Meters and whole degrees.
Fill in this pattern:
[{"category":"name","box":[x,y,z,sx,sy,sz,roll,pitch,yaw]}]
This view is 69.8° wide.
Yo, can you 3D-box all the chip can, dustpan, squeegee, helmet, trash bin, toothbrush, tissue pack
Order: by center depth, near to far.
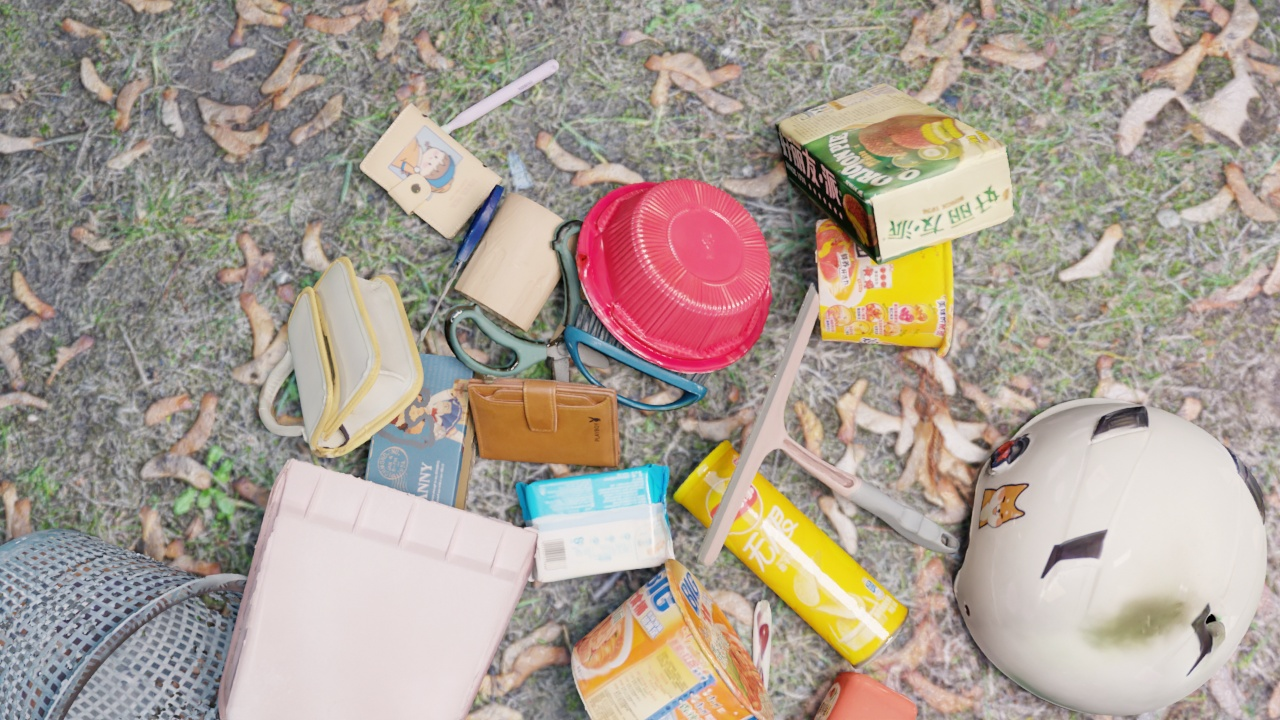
[{"category":"helmet","box":[0.390,0.151,0.735,0.230,0.157,0.274,29,83,9]},{"category":"trash bin","box":[-0.457,0.245,0.767,0.195,0.226,0.226,22,81,21]},{"category":"squeegee","box":[0.179,0.106,0.781,0.249,0.040,0.247,33,71,-22]},{"category":"dustpan","box":[-0.239,0.242,0.783,0.222,0.139,0.272,22,70,-10]},{"category":"chip can","box":[0.127,0.166,0.795,0.213,0.072,0.072,43,85,10]},{"category":"toothbrush","box":[0.104,0.304,0.797,0.016,0.017,0.187,3,80,4]},{"category":"tissue pack","box":[-0.038,0.143,0.816,0.140,0.063,0.090,-9,81,4]},{"category":"toothbrush","box":[-0.163,-0.251,0.924,0.189,0.029,0.021,-33,41,-3]}]

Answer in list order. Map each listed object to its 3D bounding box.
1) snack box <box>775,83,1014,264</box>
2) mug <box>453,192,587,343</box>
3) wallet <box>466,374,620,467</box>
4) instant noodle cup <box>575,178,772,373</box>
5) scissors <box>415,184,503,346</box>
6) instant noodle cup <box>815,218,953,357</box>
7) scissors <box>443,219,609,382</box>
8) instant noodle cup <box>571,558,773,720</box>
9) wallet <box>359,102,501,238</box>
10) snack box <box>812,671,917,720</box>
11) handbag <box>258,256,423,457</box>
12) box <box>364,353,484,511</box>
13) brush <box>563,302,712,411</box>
[{"category":"snack box","box":[0.205,-0.168,0.780,0.114,0.239,0.063,-20,119,0]},{"category":"mug","box":[-0.098,-0.080,0.862,0.124,0.084,0.103,32,85,-17]},{"category":"wallet","box":[-0.085,0.050,0.817,0.131,0.119,0.035,4,49,5]},{"category":"instant noodle cup","box":[0.044,-0.089,0.811,0.193,0.066,0.193,11,62,-22]},{"category":"scissors","box":[-0.170,-0.089,0.853,0.012,0.156,0.166,28,105,-16]},{"category":"instant noodle cup","box":[0.211,-0.073,0.808,0.110,0.138,0.138,-3,79,12]},{"category":"scissors","box":[-0.085,-0.050,0.824,0.170,0.019,0.180,20,93,-32]},{"category":"instant noodle cup","box":[0.022,0.257,0.753,0.111,0.151,0.151,-35,79,5]},{"category":"wallet","box":[-0.208,-0.182,0.901,0.115,0.024,0.087,40,82,-8]},{"category":"snack box","box":[0.183,0.305,0.757,0.082,0.091,0.080,28,75,9]},{"category":"handbag","box":[-0.290,0.010,0.832,0.179,0.063,0.163,-40,50,16]},{"category":"box","box":[-0.199,0.085,0.842,0.090,0.059,0.184,4,78,6]},{"category":"brush","box":[-0.005,0.005,0.829,0.144,0.055,0.073,24,89,-15]}]
